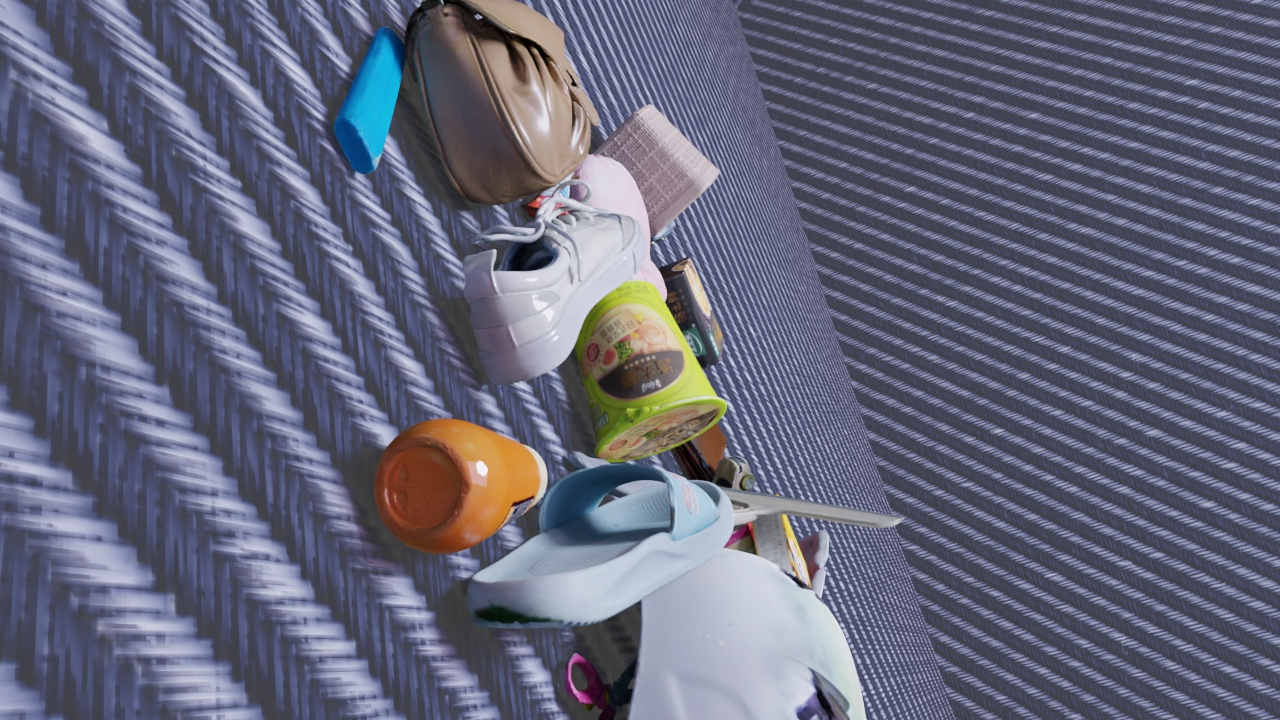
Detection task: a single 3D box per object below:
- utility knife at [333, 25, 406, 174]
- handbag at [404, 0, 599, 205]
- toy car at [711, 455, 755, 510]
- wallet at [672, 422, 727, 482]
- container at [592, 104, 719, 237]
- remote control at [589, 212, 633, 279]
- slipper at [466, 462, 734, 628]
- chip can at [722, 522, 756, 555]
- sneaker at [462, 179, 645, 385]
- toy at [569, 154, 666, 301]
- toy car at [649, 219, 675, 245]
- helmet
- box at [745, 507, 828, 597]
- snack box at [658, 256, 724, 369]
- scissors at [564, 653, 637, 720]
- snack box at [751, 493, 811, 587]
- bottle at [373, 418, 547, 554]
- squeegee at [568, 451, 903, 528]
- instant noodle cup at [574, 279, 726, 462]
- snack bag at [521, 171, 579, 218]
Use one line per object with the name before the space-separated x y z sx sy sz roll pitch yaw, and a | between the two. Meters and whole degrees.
utility knife | -0.166 -0.173 0.578 0.159 0.018 0.034 -93 160 -46
handbag | -0.094 -0.199 0.683 0.204 0.100 0.148 -74 143 -68
toy car | 0.084 0.138 0.904 0.035 0.042 0.090 9 96 -32
wallet | 0.057 0.070 0.966 0.101 0.032 0.124 60 19 -22
container | 0.014 -0.211 1.004 0.111 0.090 0.089 46 24 -8
remote control | -0.030 -0.066 0.833 0.055 0.020 0.136 -33 105 -38
slipper | -0.022 0.103 0.571 0.245 0.104 0.074 -10 93 -65
chip can | 0.100 0.253 0.830 0.210 0.071 0.071 71 18 0
sneaker | -0.064 -0.077 0.665 0.241 0.090 0.091 -60 133 -59
toy | -0.021 -0.124 0.896 0.121 0.054 0.159 -18 88 -65
toy car | 0.017 -0.161 1.086 0.090 0.034 0.043 -39 111 -70
helmet | 0.083 0.244 0.643 0.228 0.146 0.259 -86 156 -58
box | 0.144 0.210 0.960 0.201 0.102 0.095 -36 106 -72
snack box | 0.051 -0.049 1.054 0.125 0.053 0.113 -69 137 -72
scissors | -0.016 0.232 0.604 0.137 0.017 0.083 42 32 -63
snack box | 0.127 0.191 0.801 0.140 0.034 0.087 -91 159 -66
bottle | -0.086 0.066 0.501 0.149 0.067 0.066 22 50 -76
squeegee | 0.038 0.112 0.744 0.246 0.247 0.039 18 79 -39
instant noodle cup | -0.004 0.004 0.746 0.111 0.112 0.123 29 36 -64
snack bag | -0.076 -0.146 0.787 0.048 0.026 0.104 21 37 -12
